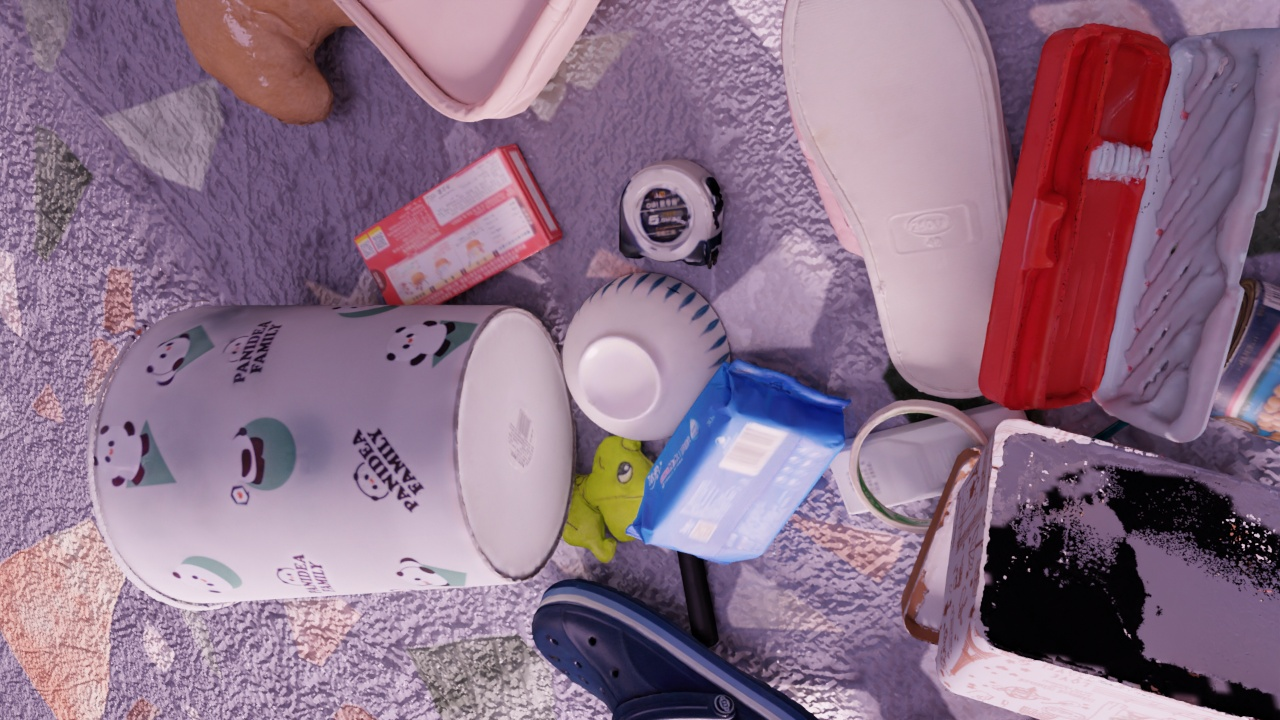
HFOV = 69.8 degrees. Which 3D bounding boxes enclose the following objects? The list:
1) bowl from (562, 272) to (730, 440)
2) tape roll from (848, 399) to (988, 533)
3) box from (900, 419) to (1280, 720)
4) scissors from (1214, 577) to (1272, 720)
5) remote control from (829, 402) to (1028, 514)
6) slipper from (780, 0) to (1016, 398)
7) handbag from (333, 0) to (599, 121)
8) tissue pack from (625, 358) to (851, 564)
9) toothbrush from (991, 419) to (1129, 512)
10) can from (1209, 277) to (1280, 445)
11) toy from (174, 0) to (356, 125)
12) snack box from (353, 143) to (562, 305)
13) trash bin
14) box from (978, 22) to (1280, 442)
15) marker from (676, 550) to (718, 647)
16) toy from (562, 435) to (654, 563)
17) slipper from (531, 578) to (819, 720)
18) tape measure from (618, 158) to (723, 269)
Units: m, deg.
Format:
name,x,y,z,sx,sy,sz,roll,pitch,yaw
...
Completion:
name,x,y,z,sx,sy,sz,roll,pitch,yaw
bowl,-0.004,0.004,0.622,0.116,0.066,0.116,7,110,20
tape roll,0.173,0.066,0.568,0.086,0.013,0.086,7,110,20
box,0.248,0.139,0.507,0.183,0.154,0.185,15,145,11
scissors,0.331,0.151,0.557,0.225,0.015,0.189,41,118,5
remote control,0.185,0.063,0.585,0.125,0.024,0.049,-18,99,28
slipper,0.157,-0.102,0.522,0.114,0.054,0.274,-13,114,30
handbag,-0.124,-0.277,0.537,0.234,0.093,0.194,35,119,-6
tissue pack,0.062,0.071,0.608,0.095,0.052,0.157,19,118,-23
toothbrush,0.252,0.075,0.566,0.018,0.016,0.192,41,118,-6
can,0.348,0.012,0.468,0.111,0.075,0.075,25,115,14
toy,-0.230,-0.274,0.622,0.143,0.082,0.226,39,116,-9
snack box,-0.136,-0.089,0.670,0.153,0.025,0.075,-24,98,28
trash bin,-0.195,0.062,0.644,0.252,0.229,0.230,-3,106,18
box,0.252,-0.062,0.461,0.101,0.095,0.201,31,119,59
marker,0.039,0.152,0.680,0.022,0.020,0.132,16,119,60
toy,-0.021,0.103,0.682,0.100,0.031,0.096,-8,94,33
slipper,0.021,0.260,0.671,0.253,0.095,0.105,26,129,15
tape measure,0.021,-0.097,0.596,0.066,0.033,0.066,11,114,18
